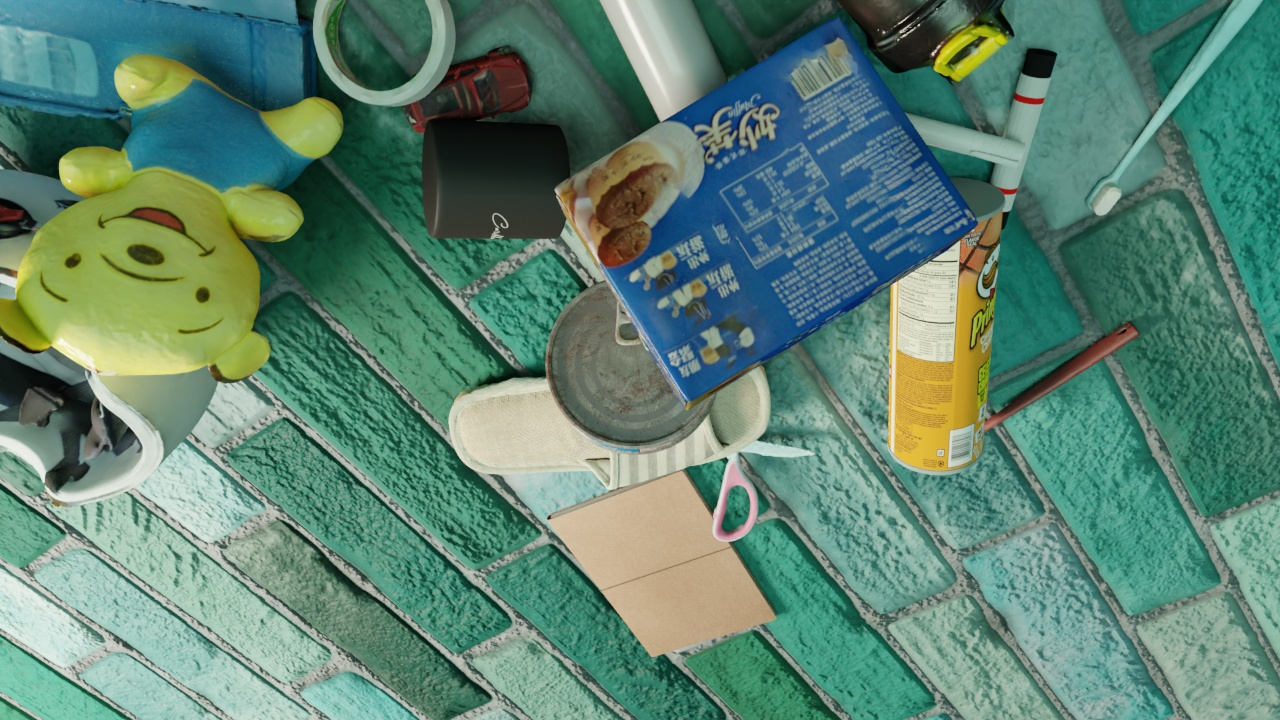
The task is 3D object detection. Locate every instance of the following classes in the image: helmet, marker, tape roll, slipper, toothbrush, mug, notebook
[{"bbox_3d":[-0.430,-0.038,0.669,0.264,0.163,0.237,34,131,-8],"label":"helmet"},{"bbox_3d":[0.192,-0.155,0.621,0.133,0.020,0.017,16,146,5],"label":"marker"},{"bbox_3d":[-0.168,-0.215,0.601,0.094,0.018,0.094,3,102,14],"label":"tape roll"},{"bbox_3d":[-0.029,0.049,0.754,0.273,0.054,0.114,-9,114,11],"label":"slipper"},{"bbox_3d":[0.358,-0.176,0.610,0.016,0.016,0.181,21,121,-8],"label":"toothbrush"},{"bbox_3d":[-0.106,-0.117,0.641,0.088,0.078,0.114,-2,163,-20],"label":"mug"},{"bbox_3d":[0.258,-0.140,0.638,0.019,0.019,0.146,5,123,1],"label":"marker"},{"bbox_3d":[0.024,0.200,0.882,0.142,0.008,0.209,-23,119,18],"label":"notebook"},{"bbox_3d":[0.319,0.033,0.748,0.016,0.016,0.190,37,118,-23],"label":"toothbrush"}]

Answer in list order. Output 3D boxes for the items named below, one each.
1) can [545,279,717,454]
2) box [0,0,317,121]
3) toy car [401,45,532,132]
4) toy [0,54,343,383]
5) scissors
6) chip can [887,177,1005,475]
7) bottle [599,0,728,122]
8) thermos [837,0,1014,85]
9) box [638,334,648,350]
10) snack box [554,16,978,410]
[{"bbox_3d":[-0.004,0.004,0.689,0.130,0.044,0.130,0,79,2],"label":"can"},{"bbox_3d":[-0.334,-0.236,0.604,0.231,0.047,0.177,10,131,-2],"label":"box"},{"bbox_3d":[-0.119,-0.184,0.630,0.091,0.036,0.042,-14,120,6],"label":"toy car"},{"bbox_3d":[-0.289,-0.083,0.576,0.149,0.213,0.084,16,159,-13],"label":"toy"},{"bbox_3d":[0.061,0.081,0.790,0.172,0.013,0.171,10,117,4],"label":"scissors"},{"bbox_3d":[0.224,-0.021,0.684,0.075,0.075,0.215,-5,123,7],"label":"chip can"},{"bbox_3d":[-0.006,-0.244,0.570,0.052,0.052,0.195,-21,119,17],"label":"bottle"},{"bbox_3d":[0.127,-0.257,0.529,0.221,0.098,0.098,40,117,-16],"label":"thermos"},{"bbox_3d":[0.079,-0.068,0.632,0.188,0.090,0.077,-26,115,-1],"label":"box"},{"bbox_3d":[0.074,-0.087,0.572,0.202,0.069,0.155,-32,84,-2],"label":"snack box"}]
